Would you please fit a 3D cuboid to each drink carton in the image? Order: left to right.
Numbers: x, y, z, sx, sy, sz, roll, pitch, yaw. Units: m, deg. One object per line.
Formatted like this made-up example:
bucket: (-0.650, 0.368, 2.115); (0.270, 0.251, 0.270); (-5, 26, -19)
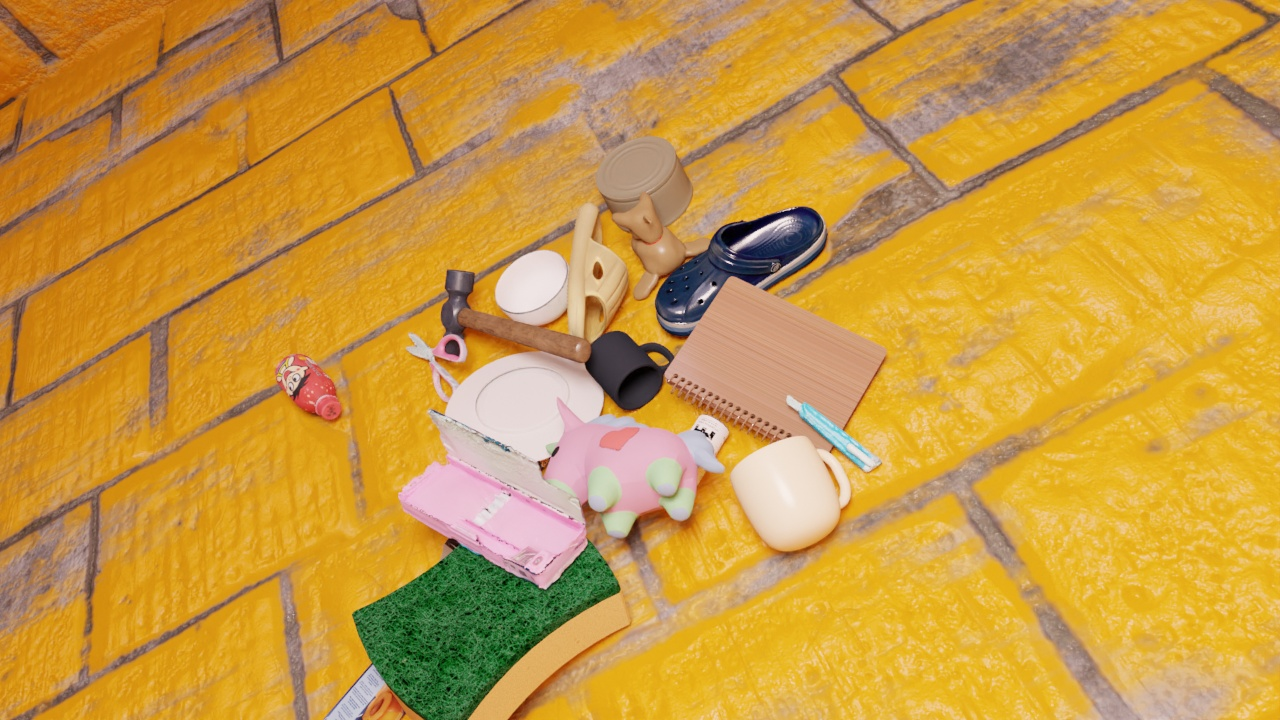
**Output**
drink carton: (-0.304, 0.394, 1.023); (0.040, 0.064, 0.130); (27, 70, 39)

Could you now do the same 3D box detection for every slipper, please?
slipper: (-0.055, -0.113, 1.259); (0.079, 0.111, 0.260); (1, 50, 0)
slipper: (0.121, -0.132, 1.185); (0.253, 0.095, 0.105); (-31, 51, -2)

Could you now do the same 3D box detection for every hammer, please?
hammer: (-0.172, -0.039, 1.216); (0.322, 0.040, 0.129); (16, 101, 47)

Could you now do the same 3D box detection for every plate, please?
plate: (-0.152, 0.053, 1.187); (0.209, 0.015, 0.208); (-5, 41, 5)

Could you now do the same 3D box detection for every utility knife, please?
utility knife: (0.210, 0.077, 1.010); (0.124, 0.015, 0.022); (42, 83, 16)

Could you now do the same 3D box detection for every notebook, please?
notebook: (0.154, 0.011, 1.072); (0.210, 0.022, 0.168); (28, 71, 20)

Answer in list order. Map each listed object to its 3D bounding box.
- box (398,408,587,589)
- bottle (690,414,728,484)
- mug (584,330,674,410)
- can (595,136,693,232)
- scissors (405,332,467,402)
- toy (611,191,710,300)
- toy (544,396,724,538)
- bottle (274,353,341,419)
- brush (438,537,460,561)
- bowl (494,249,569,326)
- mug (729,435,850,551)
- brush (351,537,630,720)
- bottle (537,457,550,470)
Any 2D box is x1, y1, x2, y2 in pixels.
box: (-0.171, 0.146, 0.997); (0.231, 0.106, 0.086); (20, 49, 33)
bottle: (0.058, 0.119, 1.064); (0.041, 0.041, 0.115); (21, 67, 35)
mug: (-0.007, 0.007, 1.166); (0.105, 0.071, 0.077); (-20, 44, -25)
can: (0.005, -0.257, 1.341); (0.128, 0.073, 0.127); (-13, 52, 17)
scissors: (-0.303, 0.009, 1.324); (0.179, 0.016, 0.105); (10, 96, 47)
toy: (0.016, -0.167, 1.255); (0.134, 0.108, 0.106); (-37, 33, -3)
toy: (-0.013, 0.112, 1.024); (0.222, 0.120, 0.170); (-17, 34, 15)
bottle: (-0.490, 0.044, 1.369); (0.062, 0.062, 0.137); (-47, 49, -12)
brush: (-0.229, 0.235, 1.137); (0.039, 0.012, 0.151); (26, 71, 37)
bowl: (-0.143, -0.094, 1.300); (0.113, 0.063, 0.113); (-13, 52, 17)
mug: (0.167, 0.143, 0.963); (0.120, 0.096, 0.099); (-16, 63, -18)
brush: (-0.158, 0.276, 0.986); (0.249, 0.075, 0.195); (-37, 46, -25)
bottle: (-0.134, 0.122, 1.157); (0.036, 0.036, 0.109); (30, 73, 38)
